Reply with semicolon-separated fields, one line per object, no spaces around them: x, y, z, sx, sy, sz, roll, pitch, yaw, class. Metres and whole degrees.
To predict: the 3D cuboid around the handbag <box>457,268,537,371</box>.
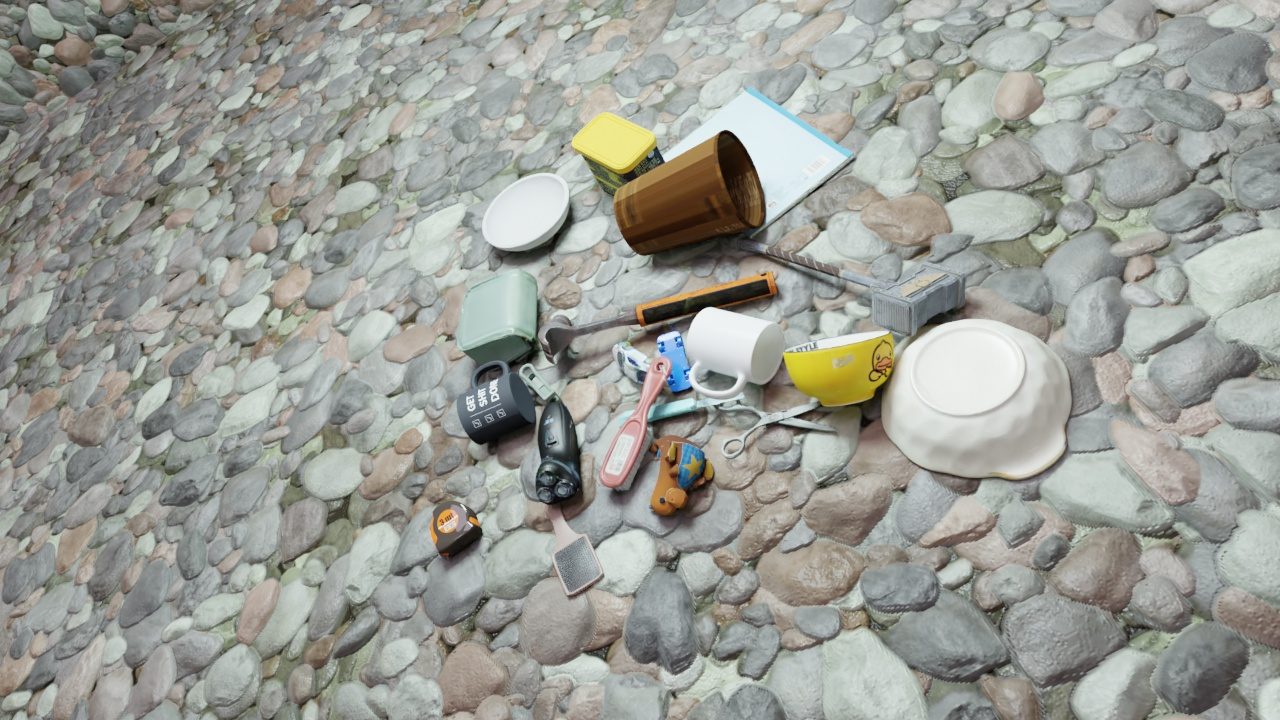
-0.192;-0.054;1.281;0.106;0.067;0.121;-22;48;24;handbag

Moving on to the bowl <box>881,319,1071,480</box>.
0.337;0.024;0.941;0.188;0.060;0.219;-35;48;1;bowl

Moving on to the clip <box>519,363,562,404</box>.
-0.133;0.033;1.211;0.023;0.042;0.076;-41;49;-7;clip

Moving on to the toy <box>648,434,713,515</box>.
0.029;0.130;1.048;0.103;0.070;0.090;7;71;58;toy

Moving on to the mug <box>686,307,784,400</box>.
0.103;-0.003;1.078;0.091;0.074;0.110;17;66;36;mug

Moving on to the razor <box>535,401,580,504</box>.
-0.105;0.108;1.114;0.053;0.064;0.140;-20;50;13;razor

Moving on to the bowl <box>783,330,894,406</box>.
0.219;0.011;0.994;0.117;0.117;0.067;-10;95;22;bowl

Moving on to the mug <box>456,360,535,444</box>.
-0.190;0.048;1.196;0.077;0.071;0.105;-23;59;11;mug

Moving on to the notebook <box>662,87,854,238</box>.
0.157;-0.289;1.306;0.181;0.009;0.253;-38;47;-1;notebook

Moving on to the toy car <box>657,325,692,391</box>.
0.047;-0.005;1.153;0.033;0.062;0.092;-18;79;13;toy car

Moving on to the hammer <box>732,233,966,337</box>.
0.224;-0.110;1.106;0.098;0.044;0.322;-26;34;-29;hammer

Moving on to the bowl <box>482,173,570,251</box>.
-0.168;-0.218;1.407;0.150;0.043;0.149;-15;51;19;bowl

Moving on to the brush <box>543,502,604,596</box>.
-0.087;0.207;1.063;0.050;0.015;0.135;-33;47;2;brush

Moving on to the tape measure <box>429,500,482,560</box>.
-0.229;0.205;1.130;0.058;0.038;0.058;-36;61;0;tape measure

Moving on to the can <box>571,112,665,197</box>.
-0.020;-0.284;1.334;0.075;0.104;0.135;-45;48;-9;can

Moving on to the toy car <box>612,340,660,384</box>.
-0.007;0.007;1.150;0.027;0.039;0.090;-32;43;-27;toy car

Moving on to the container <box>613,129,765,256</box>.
0.061;-0.213;1.222;0.168;0.132;0.132;-17;49;29;container

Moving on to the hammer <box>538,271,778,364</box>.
0.018;-0.058;1.165;0.315;0.035;0.137;-13;17;12;hammer

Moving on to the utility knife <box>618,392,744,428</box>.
0.047;0.056;1.097;0.166;0.015;0.022;-14;49;26;utility knife

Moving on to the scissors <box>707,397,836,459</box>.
0.144;0.059;1.051;0.141;0.014;0.158;-33;42;-6;scissors

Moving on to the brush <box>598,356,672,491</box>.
0.001;0.076;1.091;0.041;0.030;0.172;13;72;36;brush
